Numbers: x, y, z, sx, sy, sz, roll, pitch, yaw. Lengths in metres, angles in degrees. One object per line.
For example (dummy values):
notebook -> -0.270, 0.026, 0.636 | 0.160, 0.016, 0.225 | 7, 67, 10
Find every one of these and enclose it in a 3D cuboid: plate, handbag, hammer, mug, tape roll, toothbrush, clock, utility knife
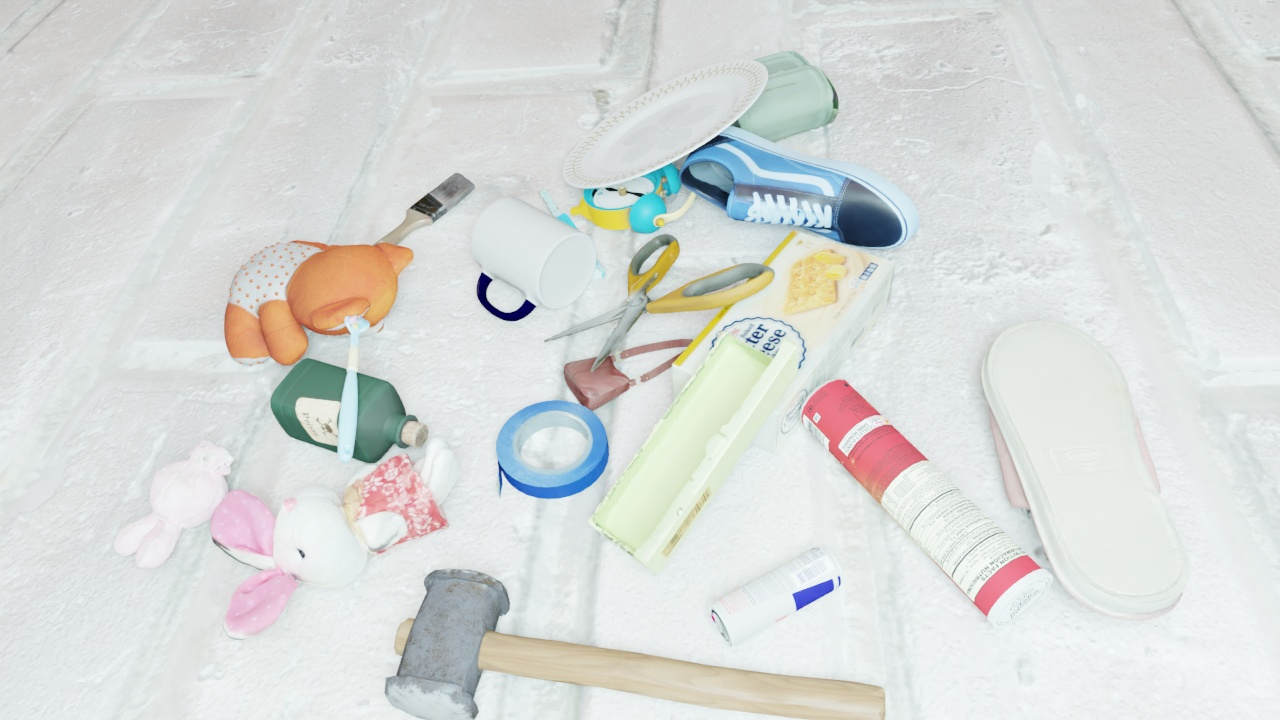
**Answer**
plate -> 0.026, -0.250, 0.983 | 0.243, 0.016, 0.242 | -23, 31, 15
handbag -> 0.148, -0.296, 1.046 | 0.121, 0.067, 0.106 | -20, 49, -11
hammer -> -0.006, 0.208, 0.611 | 0.328, 0.052, 0.097 | 6, 48, 9
mug -> -0.113, -0.091, 0.890 | 0.097, 0.078, 0.112 | 31, 86, 31
tape roll -> -0.073, 0.073, 0.762 | 0.093, 0.016, 0.091 | -4, 46, 4
toothbrush -> -0.235, 0.020, 0.747 | 0.022, 0.016, 0.154 | 16, 42, -28
clock -> -0.004, -0.174, 0.970 | 0.130, 0.044, 0.098 | 5, 47, 22
utility knife -> -0.074, -0.138, 0.961 | 0.022, 0.015, 0.161 | -20, 49, -11
handbag -> -0.005, 0.005, 0.815 | 0.119, 0.029, 0.055 | -21, 42, -19

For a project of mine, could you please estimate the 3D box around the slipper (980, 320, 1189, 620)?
slipper -> 0.322, 0.073, 0.683 | 0.114, 0.054, 0.273 | 0, 44, 7

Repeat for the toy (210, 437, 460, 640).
toy -> -0.225, 0.123, 0.692 | 0.194, 0.084, 0.159 | -24, 36, -13

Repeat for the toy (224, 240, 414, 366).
toy -> -0.304, -0.064, 0.881 | 0.173, 0.093, 0.163 | 1, 43, 26

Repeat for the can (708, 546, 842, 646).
can -> 0.095, 0.164, 0.643 | 0.095, 0.032, 0.032 | -24, 49, -15

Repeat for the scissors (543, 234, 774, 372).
scissors -> 0.015, -0.064, 0.845 | 0.226, 0.016, 0.229 | -17, 30, 17

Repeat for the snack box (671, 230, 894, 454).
snack box -> 0.126, -0.023, 0.798 | 0.104, 0.058, 0.207 | 25, 54, 28

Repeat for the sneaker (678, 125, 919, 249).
sneaker -> 0.143, -0.150, 0.895 | 0.241, 0.083, 0.098 | 28, 57, 26

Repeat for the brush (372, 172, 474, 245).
brush -> -0.240, -0.160, 1.007 | 0.039, 0.012, 0.150 | 25, 55, 27

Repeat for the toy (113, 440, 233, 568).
toy -> -0.374, 0.117, 0.743 | 0.064, 0.047, 0.109 | 18, 61, 33

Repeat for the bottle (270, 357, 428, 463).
bottle -> -0.240, 0.047, 0.778 | 0.131, 0.061, 0.061 | 14, 53, 20

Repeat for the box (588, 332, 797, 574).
box -> 0.048, 0.069, 0.677 | 0.188, 0.066, 0.128 | -55, 16, -10

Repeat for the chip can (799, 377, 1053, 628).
chip can -> 0.202, 0.097, 0.679 | 0.051, 0.052, 0.214 | -26, 49, -16
